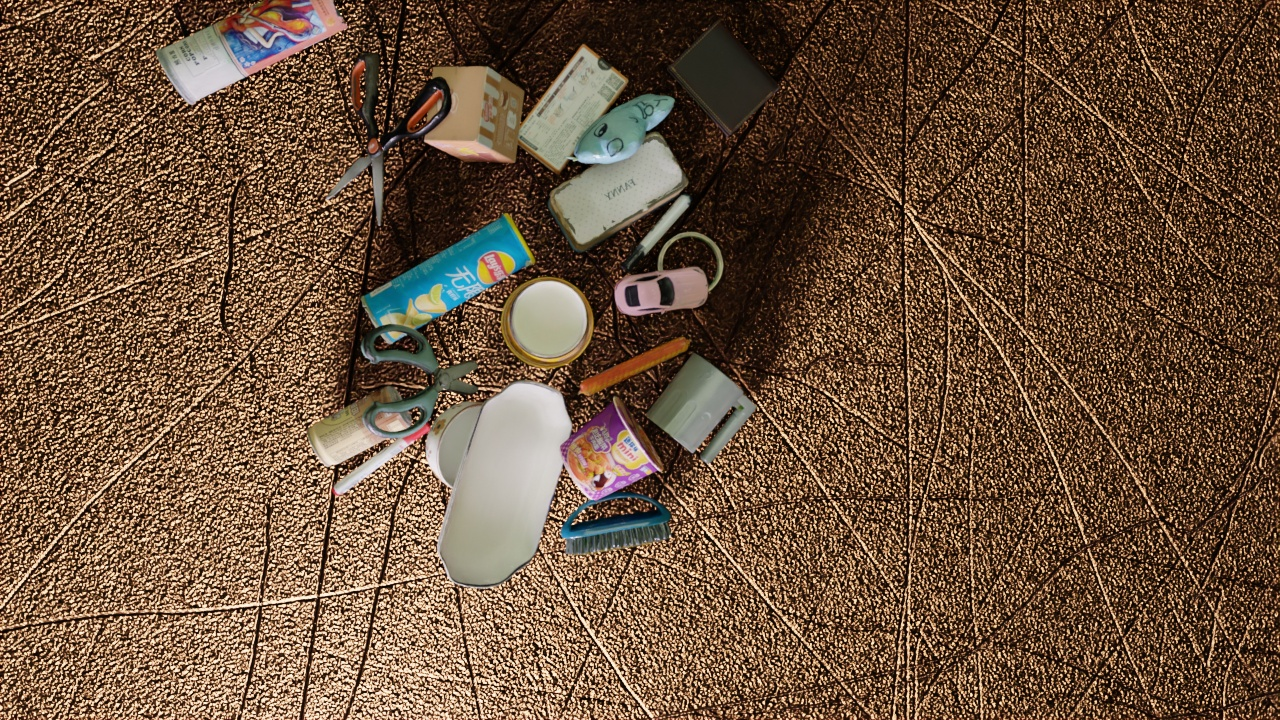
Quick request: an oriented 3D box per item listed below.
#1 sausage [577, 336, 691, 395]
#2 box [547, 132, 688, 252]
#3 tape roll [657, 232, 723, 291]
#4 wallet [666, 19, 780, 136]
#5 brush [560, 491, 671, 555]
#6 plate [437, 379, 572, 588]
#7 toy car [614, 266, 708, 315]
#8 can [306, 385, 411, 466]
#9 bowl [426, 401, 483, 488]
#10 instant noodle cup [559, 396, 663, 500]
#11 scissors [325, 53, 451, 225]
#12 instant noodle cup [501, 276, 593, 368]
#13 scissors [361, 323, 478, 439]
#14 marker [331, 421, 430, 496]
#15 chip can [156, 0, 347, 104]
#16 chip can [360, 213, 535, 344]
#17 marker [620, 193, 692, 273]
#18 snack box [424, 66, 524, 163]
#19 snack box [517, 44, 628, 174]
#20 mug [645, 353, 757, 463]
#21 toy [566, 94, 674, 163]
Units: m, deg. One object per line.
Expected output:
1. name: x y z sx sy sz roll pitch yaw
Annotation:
1. sausage: -0.007 0.007 1.201 0.165 0.021 0.021 -24 93 -5
2. box: -0.035 -0.212 1.177 0.184 0.062 0.090 -29 93 -3
3. tape roll: 0.066 -0.126 1.211 0.086 0.014 0.086 0 91 -6
4. wallet: 0.110 -0.373 1.212 0.096 0.020 0.122 -44 96 1
5. brush: -0.032 0.207 1.183 0.144 0.055 0.073 -8 93 -6
6. plate: -0.173 0.151 1.145 0.161 0.034 0.265 16 90 -48
7. toy car: 0.027 -0.089 1.185 0.122 0.037 0.056 -8 101 8
8. can: -0.349 0.082 1.145 0.116 0.058 0.058 -28 93 -6
9. bowl: -0.224 0.102 1.148 0.113 0.062 0.113 -16 113 -44
10. instant noodle cup: -0.041 0.118 1.160 0.099 0.111 0.111 -34 94 2
11. scissors: -0.319 -0.282 1.122 0.234 0.021 0.220 -30 70 25
12. instant noodle cup: -0.115 -0.049 1.142 0.118 0.114 0.118 0 90 -6
13. scissors: -0.275 0.010 1.128 0.176 0.019 0.172 -28 109 -38
14. marker: -0.330 0.124 1.169 0.145 0.017 0.017 -36 94 -5
15. chip can: -0.471 -0.392 1.121 0.214 0.071 0.071 -28 93 -6
16. chip can: -0.239 -0.102 1.149 0.210 0.071 0.071 -31 94 -5
17. marker: 0.022 -0.167 1.203 0.130 0.022 0.018 -49 124 -3
18. snack box: -0.203 -0.301 1.128 0.077 0.094 0.093 7 90 21
19. snack box: -0.090 -0.324 1.186 0.075 0.026 0.153 37 87 -6
20. mug: 0.082 0.066 1.189 0.124 0.084 0.103 41 87 -30
21. toy: -0.025 -0.285 1.132 0.156 0.161 0.050 -31 119 -4
